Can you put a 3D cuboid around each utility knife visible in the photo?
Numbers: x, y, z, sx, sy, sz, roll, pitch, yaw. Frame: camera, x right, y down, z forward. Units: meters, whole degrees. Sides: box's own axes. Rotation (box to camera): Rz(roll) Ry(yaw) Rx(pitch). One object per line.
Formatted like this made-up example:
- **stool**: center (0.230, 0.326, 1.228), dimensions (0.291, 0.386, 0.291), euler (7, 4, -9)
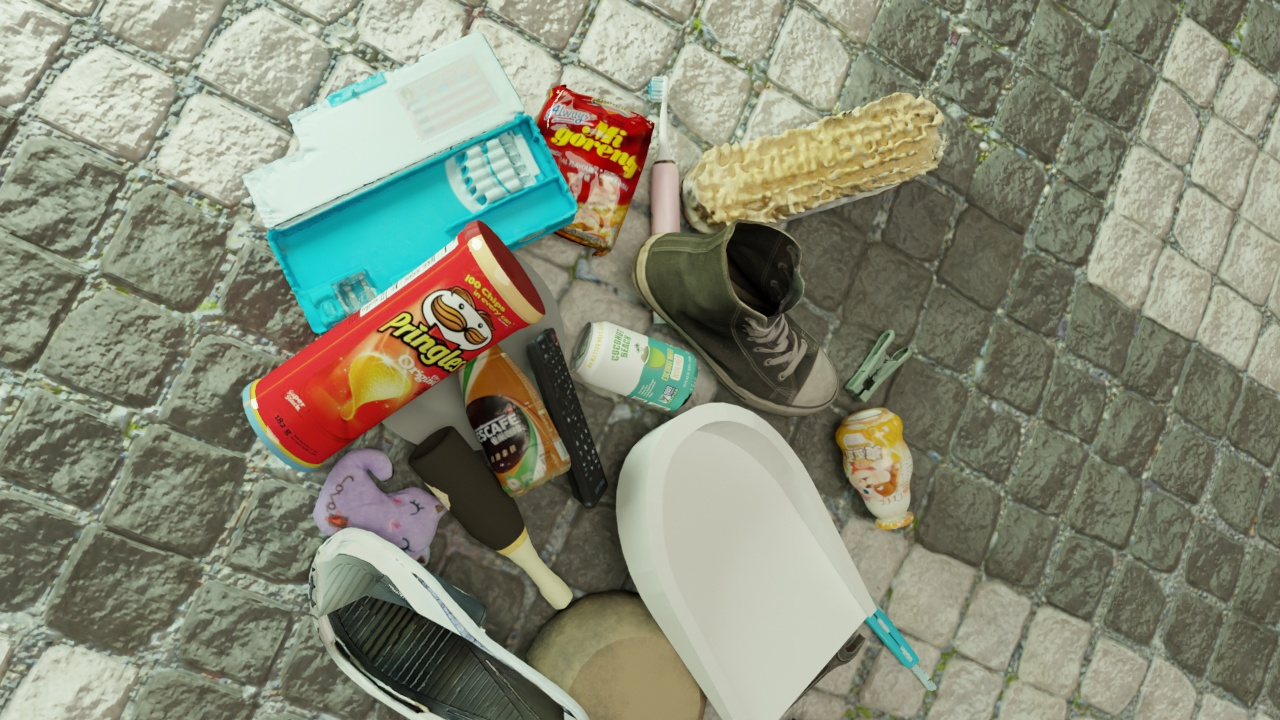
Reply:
- **utility knife**: center (0.247, 0.270, 0.887), dimensions (0.022, 0.015, 0.141), euler (-44, 104, -11)

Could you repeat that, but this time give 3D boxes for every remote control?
- **remote control**: center (-0.064, 0.049, 0.768), dimensions (0.022, 0.047, 0.150), euler (-13, 103, 18)

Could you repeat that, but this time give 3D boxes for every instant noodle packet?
- **instant noodle packet**: center (-0.050, -0.162, 0.786), dimensions (0.098, 0.040, 0.135), euler (20, 84, -10)

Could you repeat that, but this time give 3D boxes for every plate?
- **plate**: center (-0.151, -0.014, 0.763), dimensions (0.178, 0.012, 0.178), euler (0, 89, -18)

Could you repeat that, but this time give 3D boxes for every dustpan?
- **dustpan**: center (0.091, 0.162, 0.779), dimensions (0.191, 0.053, 0.257), euler (-34, 90, -35)

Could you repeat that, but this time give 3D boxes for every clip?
- **clip**: center (0.228, 0.007, 0.882), dimensions (0.037, 0.023, 0.075), euler (44, 78, -13)

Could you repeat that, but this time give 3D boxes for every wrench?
- **wrench**: center (0.103, 0.331, 0.823), dimensions (0.272, 0.010, 0.070), euler (-36, 136, -17)

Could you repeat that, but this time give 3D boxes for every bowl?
- **bowl**: center (-0.016, 0.280, 0.770), dimensions (0.162, 0.070, 0.162), euler (0, 89, -18)

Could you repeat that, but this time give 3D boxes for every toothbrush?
- **toothbrush**: center (0.021, -0.143, 0.815), dimensions (0.026, 0.027, 0.222), euler (-2, 89, -8)

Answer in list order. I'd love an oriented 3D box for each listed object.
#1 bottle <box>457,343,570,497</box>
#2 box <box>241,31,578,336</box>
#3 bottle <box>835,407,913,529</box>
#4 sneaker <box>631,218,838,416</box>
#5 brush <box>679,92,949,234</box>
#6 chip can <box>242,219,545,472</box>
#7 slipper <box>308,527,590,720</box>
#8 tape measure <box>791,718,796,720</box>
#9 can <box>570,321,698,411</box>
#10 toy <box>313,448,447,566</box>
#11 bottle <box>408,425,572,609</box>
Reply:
- **bottle**: center (-0.116, 0.025, 0.736), dimensions (0.059, 0.059, 0.167), euler (-26, 88, -17)
- **box**: center (-0.189, -0.146, 0.727), dimensions (0.226, 0.039, 0.181), euler (-27, 86, -9)
- **bottle**: center (0.223, 0.101, 0.856), dimensions (0.063, 0.063, 0.109), euler (-19, 94, -18)
- **sneaker**: center (0.112, -0.031, 0.781), dimensions (0.235, 0.120, 0.095), euler (45, 65, -24)
- **brush**: center (0.162, -0.180, 0.845), dimensions (0.270, 0.057, 0.083), euler (-19, 93, -18)
- **chip can**: center (-0.181, -0.009, 0.679), dimensions (0.213, 0.087, 0.087), euler (-34, 100, 6)
- **slipper**: center (-0.148, 0.233, 0.719), dimensions (0.264, 0.063, 0.111), euler (38, 102, 2)
- **tape measure**: center (0.166, 0.372, 0.844), dimensions (0.071, 0.042, 0.072), euler (17, 79, -22)
- **can**: center (-0.005, 0.005, 0.788), dimensions (0.101, 0.055, 0.055), euler (20, 83, -17)
- **toy**: center (-0.204, 0.116, 0.731), dimensions (0.099, 0.036, 0.080), euler (23, 76, -15)
- **bottle**: center (-0.115, 0.136, 0.752), dimensions (0.045, 0.045, 0.184), euler (-41, 110, -15)
